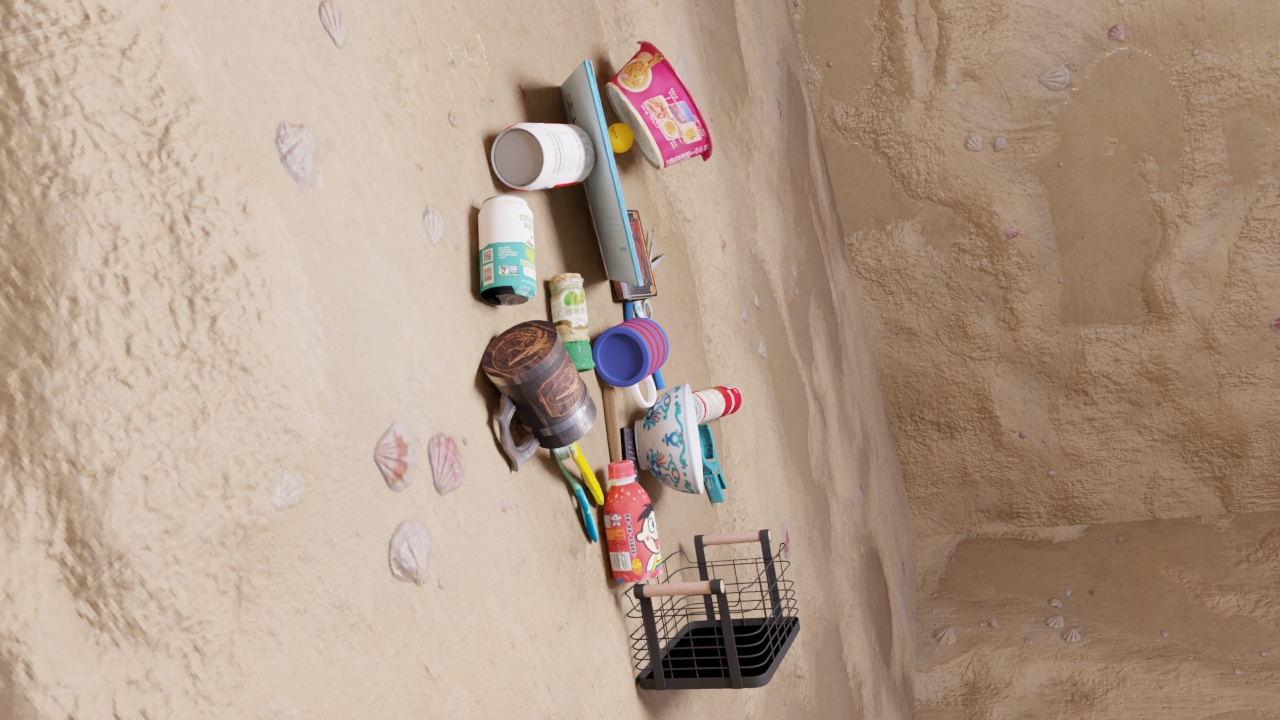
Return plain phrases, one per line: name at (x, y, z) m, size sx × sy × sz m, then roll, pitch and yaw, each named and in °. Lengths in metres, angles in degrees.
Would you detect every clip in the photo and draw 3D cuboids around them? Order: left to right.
clip at (0.108, 0.148, 1.440) m, size 0.130 × 0.031 × 0.121 m, roll 56°, pitch 28°, yaw -45°

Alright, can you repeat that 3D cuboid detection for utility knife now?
utility knife at (-0.061, 0.119, 1.006) m, size 0.165 × 0.017 × 0.030 m, roll 77°, pitch -12°, yaw -57°

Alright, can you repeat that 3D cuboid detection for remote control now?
remote control at (-0.014, 0.152, 1.152) m, size 0.032 × 0.015 × 0.136 m, roll 27°, pitch 54°, yaw -63°

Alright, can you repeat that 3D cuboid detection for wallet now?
wallet at (-0.017, -0.141, 1.229) m, size 0.072 × 0.019 × 0.123 m, roll -11°, pitch 88°, yaw -53°

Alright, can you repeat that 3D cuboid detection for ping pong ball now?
ping pong ball at (-0.029, -0.306, 1.263) m, size 0.040 × 0.040 × 0.040 m, roll -9°, pitch 90°, yaw -68°

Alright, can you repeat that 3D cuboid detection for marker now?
marker at (0.011, -0.025, 1.286) m, size 0.013 × 0.013 × 0.142 m, roll -50°, pitch 127°, yaw -62°

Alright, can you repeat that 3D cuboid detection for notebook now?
notebook at (-0.049, -0.215, 1.095) m, size 0.181 × 0.009 × 0.253 m, roll -153°, pitch -132°, yaw -74°

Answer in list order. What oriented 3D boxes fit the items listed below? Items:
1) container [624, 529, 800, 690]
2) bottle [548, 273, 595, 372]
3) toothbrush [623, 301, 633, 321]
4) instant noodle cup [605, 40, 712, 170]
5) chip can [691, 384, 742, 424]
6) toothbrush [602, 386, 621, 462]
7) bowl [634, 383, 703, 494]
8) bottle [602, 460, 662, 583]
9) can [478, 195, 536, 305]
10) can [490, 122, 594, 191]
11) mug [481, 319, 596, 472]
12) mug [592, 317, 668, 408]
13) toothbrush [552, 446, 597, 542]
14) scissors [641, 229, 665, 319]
container at (0.094, 0.309, 1.155) m, size 0.241 × 0.163 × 0.130 m, roll -12°, pitch 93°, yaw -68°
bottle at (-0.078, -0.041, 1.037) m, size 0.043 × 0.043 × 0.111 m, roll 8°, pitch 74°, yaw -67°
toothbrush at (-0.019, -0.112, 1.246) m, size 0.014 × 0.014 × 0.167 m, roll 15°, pitch 68°, yaw -54°
instant noodle cup at (0.019, -0.341, 1.268) m, size 0.178 × 0.077 × 0.178 m, roll 56°, pitch -3°, yaw 4°
chip can at (0.106, 0.069, 1.428) m, size 0.214 × 0.052 × 0.052 m, roll -6°, pitch 87°, yaw -68°
toothbrush at (-0.031, 0.114, 1.126) m, size 0.016 × 0.016 × 0.166 m, roll 7°, pitch 75°, yaw -67°
bowl at (0.034, 0.106, 1.190) m, size 0.144 × 0.074 × 0.144 m, roll -6°, pitch 89°, yaw -83°
bottle at (-0.013, 0.187, 1.079) m, size 0.061 × 0.062 × 0.137 m, roll -12°, pitch 93°, yaw -68°
can at (-0.133, -0.109, 0.913) m, size 0.055 × 0.055 × 0.101 m, roll 24°, pitch 59°, yaw -64°
can at (-0.105, -0.224, 1.007) m, size 0.131 × 0.070 × 0.070 m, roll -34°, pitch 113°, yaw -66°
mug at (-0.108, 0.038, 0.907) m, size 0.115 × 0.080 × 0.107 m, roll -49°, pitch 133°, yaw -26°
mug at (-0.007, 0.007, 1.144) m, size 0.076 × 0.075 × 0.112 m, roll -31°, pitch 107°, yaw -66°
toothbrush at (-0.068, 0.148, 1.018) m, size 0.022 × 0.017 × 0.135 m, roll -116°, pitch -175°, yaw -65°
scissors at (0.013, -0.115, 1.326) m, size 0.141 × 0.014 × 0.162 m, roll -7°, pitch 88°, yaw -65°
